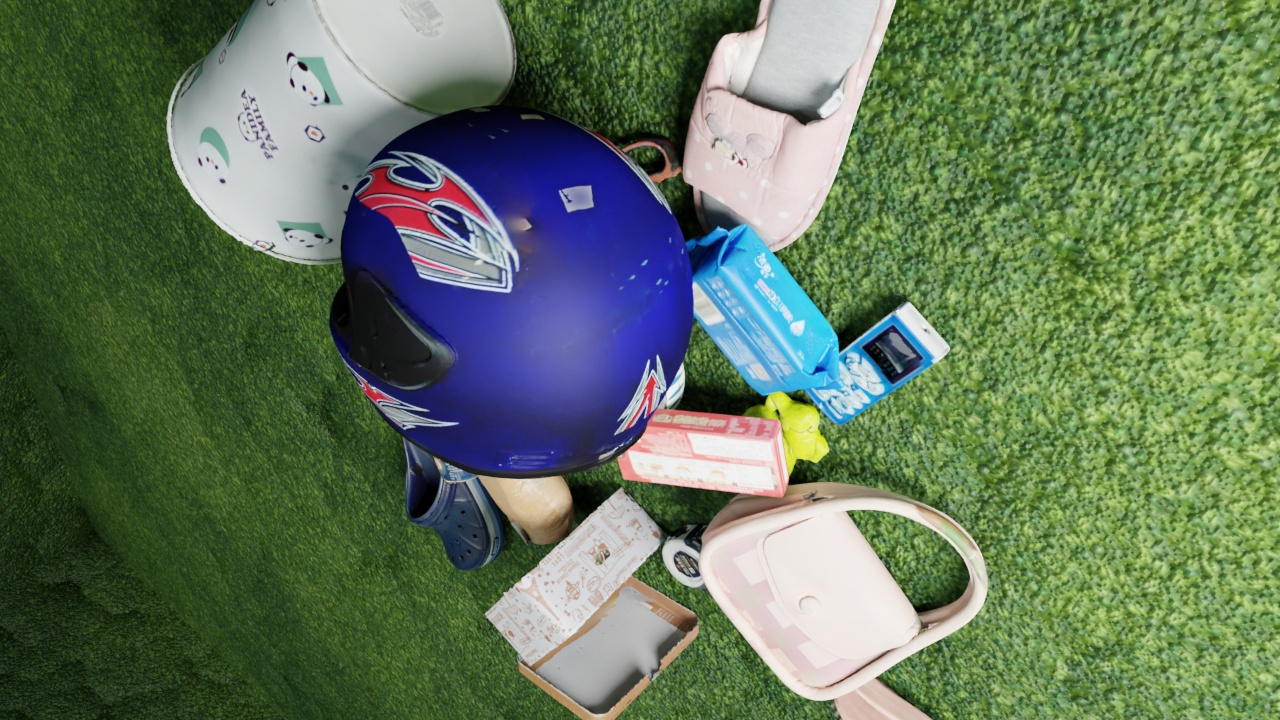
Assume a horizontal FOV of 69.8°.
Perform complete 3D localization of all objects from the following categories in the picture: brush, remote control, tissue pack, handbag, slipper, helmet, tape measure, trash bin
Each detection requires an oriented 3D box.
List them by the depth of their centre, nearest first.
[{"bbox_3d":[0.093,-0.173,0.632,0.114,0.054,0.275,39,141,15],"label":"slipper"},{"bbox_3d":[-0.110,-0.070,0.694,0.316,0.246,0.241,25,131,35],"label":"helmet"},{"bbox_3d":[0.178,0.005,0.708,0.049,0.024,0.125,49,141,4],"label":"remote control"},{"bbox_3d":[0.091,-0.037,0.719,0.157,0.052,0.095,50,158,-11],"label":"tissue pack"},{"bbox_3d":[0.184,0.186,0.794,0.235,0.093,0.193,-29,103,39],"label":"handbag"},{"bbox_3d":[-0.254,-0.234,0.802,0.253,0.228,0.229,-23,101,45],"label":"trash bin"},{"bbox_3d":[0.247,0.352,0.871,0.145,0.063,0.073,39,143,18],"label":"brush"},{"bbox_3d":[0.057,0.206,0.966,0.066,0.033,0.066,-9,110,44],"label":"tape measure"},{"bbox_3d":[-0.258,0.176,1.201,0.105,0.095,0.253,4,117,45],"label":"slipper"}]

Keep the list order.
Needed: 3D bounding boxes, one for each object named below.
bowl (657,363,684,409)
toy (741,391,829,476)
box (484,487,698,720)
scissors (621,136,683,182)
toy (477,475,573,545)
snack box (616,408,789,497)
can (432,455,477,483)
[{"bbox_3d":[-0.005,0.005,0.851,0.116,0.066,0.117,23,132,29],"label":"bowl"},{"bbox_3d":[0.118,0.068,0.807,0.100,0.031,0.097,-2,117,39],"label":"toy"},{"bbox_3d":[-0.039,0.280,0.997,0.185,0.182,0.155,46,140,7],"label":"box"},{"bbox_3d":[-0.037,-0.123,0.797,0.226,0.015,0.189,36,126,18],"label":"scissors"},{"bbox_3d":[-0.152,0.113,1.032,0.143,0.082,0.226,12,139,58],"label":"toy"},{"bbox_3d":[0.050,0.079,0.804,0.153,0.025,0.075,4,134,22],"label":"snack box"},{"bbox_3d":[-0.223,0.084,1.110,0.075,0.075,0.111,8,124,40],"label":"can"}]
